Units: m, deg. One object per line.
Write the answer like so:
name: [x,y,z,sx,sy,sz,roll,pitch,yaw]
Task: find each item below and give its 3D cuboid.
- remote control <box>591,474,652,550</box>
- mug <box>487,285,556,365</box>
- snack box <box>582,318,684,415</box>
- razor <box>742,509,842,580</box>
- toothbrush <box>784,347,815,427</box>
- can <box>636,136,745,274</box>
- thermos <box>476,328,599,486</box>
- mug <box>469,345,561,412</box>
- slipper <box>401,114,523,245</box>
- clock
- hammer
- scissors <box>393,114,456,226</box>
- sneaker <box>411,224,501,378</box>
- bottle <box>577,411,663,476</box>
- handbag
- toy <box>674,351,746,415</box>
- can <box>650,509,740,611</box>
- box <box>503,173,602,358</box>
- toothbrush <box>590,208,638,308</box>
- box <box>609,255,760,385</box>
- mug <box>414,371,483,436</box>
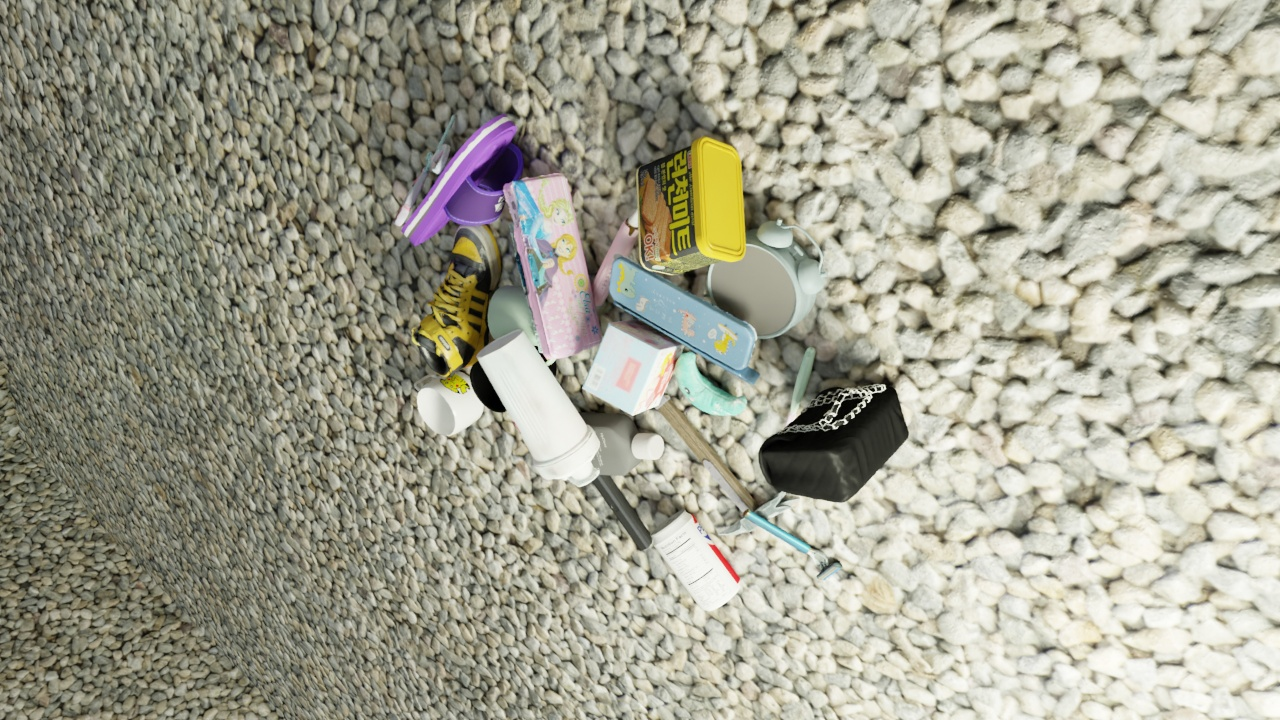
remote control: [-0.032,0.222,1.384,0.033,0.015,0.147,-34,91,45]
mug: [-0.146,-0.045,1.270,0.104,0.084,0.111,8,97,25]
snack box: [-0.007,0.007,1.163,0.079,0.094,0.093,28,105,17]
razor: [0.194,0.234,1.190,0.144,0.022,0.042,34,132,-4]
toothbrush: [0.189,0.049,1.107,0.022,0.015,0.155,26,128,23]
can: [0.054,-0.167,1.023,0.101,0.072,0.130,-11,77,45]
thermos: [-0.134,0.067,1.246,0.100,0.099,0.220,-14,112,43]
mug: [-0.170,0.029,1.327,0.118,0.098,0.082,37,132,16]
slipper: [-0.222,-0.217,1.227,0.084,0.107,0.267,48,136,-7]
clock: [0.143,-0.092,1.041,0.122,0.045,0.160,50,136,4]
hammer: [0.060,0.098,1.230,0.317,0.028,0.147,51,134,4]
scissors: [-0.285,-0.256,1.235,0.013,0.170,0.177,30,178,-23]
sneaker: [-0.270,-0.082,1.329,0.086,0.121,0.239,23,128,26]
bottle: [-0.044,0.120,1.314,0.174,0.046,0.084,-1,113,40]
handbag: [0.204,0.073,1.014,0.125,0.153,0.115,-5,115,46]
toy: [0.082,0.035,1.160,0.105,0.033,0.085,41,153,-2]
can: [0.078,0.281,1.291,0.132,0.070,0.070,53,135,1]
box: [-0.119,-0.120,1.190,0.071,0.084,0.230,-1,104,55]
toothbrush: [-0.021,-0.149,1.154,0.027,0.026,0.223,13,135,-18]
box: [0.049,-0.042,1.108,0.209,0.043,0.125,31,161,25]
mug: [-0.314,0.062,1.484,0.115,0.067,0.094,36,132,18]
